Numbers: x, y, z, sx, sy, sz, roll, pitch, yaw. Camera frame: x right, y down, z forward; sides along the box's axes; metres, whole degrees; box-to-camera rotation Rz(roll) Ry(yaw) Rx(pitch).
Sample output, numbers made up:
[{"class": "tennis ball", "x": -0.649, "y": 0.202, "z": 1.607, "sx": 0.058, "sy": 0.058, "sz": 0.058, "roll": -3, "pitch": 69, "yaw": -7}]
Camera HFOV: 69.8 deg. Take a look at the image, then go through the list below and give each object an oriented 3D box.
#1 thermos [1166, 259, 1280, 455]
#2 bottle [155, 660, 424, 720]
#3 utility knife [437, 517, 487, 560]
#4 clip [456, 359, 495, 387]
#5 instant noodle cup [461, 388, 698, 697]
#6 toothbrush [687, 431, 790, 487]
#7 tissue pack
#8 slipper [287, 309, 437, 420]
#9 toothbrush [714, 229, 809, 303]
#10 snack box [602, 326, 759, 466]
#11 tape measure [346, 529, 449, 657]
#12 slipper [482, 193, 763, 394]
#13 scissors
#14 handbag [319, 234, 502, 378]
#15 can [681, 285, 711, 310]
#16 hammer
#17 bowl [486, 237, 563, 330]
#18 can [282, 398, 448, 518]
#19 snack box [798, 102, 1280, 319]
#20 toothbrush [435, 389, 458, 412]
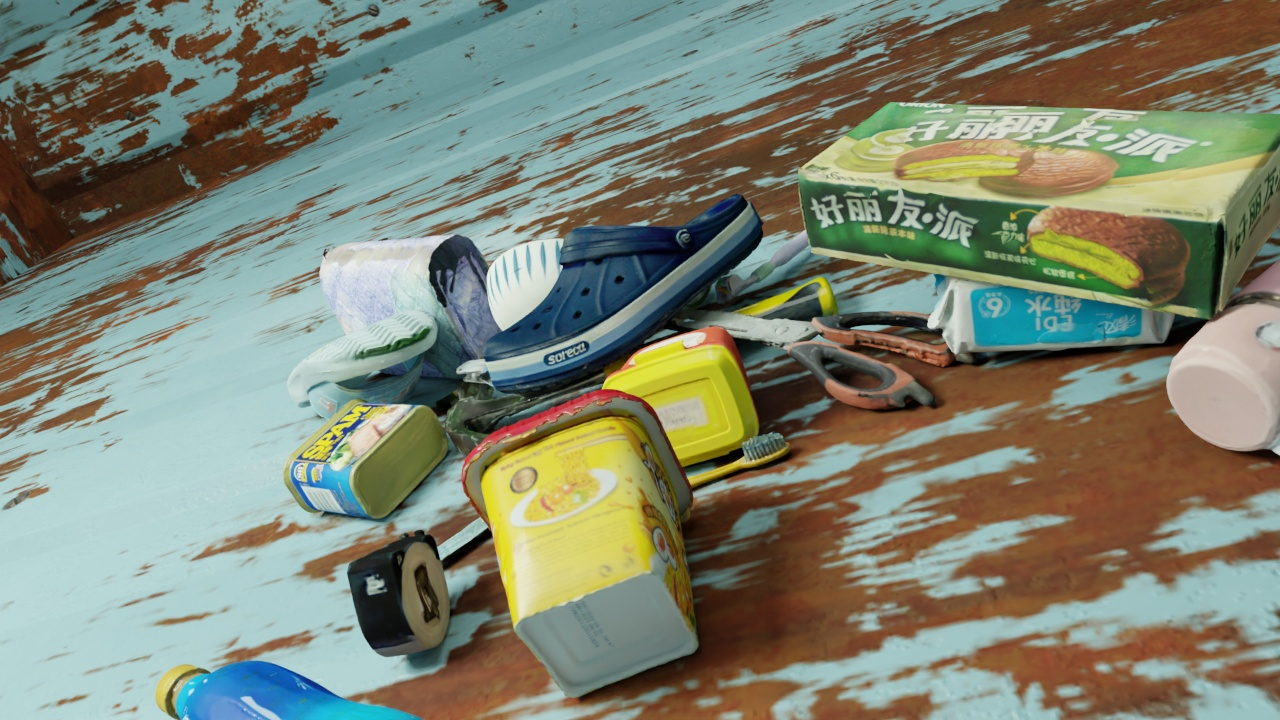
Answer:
[{"class": "thermos", "x": 0.355, "y": -0.023, "z": 0.455, "sx": 0.198, "sy": 0.067, "sz": 0.087, "roll": -34, "pitch": 58, "yaw": -19}, {"class": "bottle", "x": -0.193, "y": 0.197, "z": 0.486, "sx": 0.219, "sy": 0.065, "sz": 0.065, "roll": 1, "pitch": 36, "yaw": 39}, {"class": "utility knife", "x": -0.066, "y": 0.086, "z": 0.647, "sx": 0.198, "sy": 0.021, "sz": 0.031, "roll": -39, "pitch": 24, "yaw": -18}, {"class": "clip", "x": -0.129, "y": 0.009, "z": 0.754, "sx": 0.058, "sy": 0.041, "sz": 0.026, "roll": -1, "pitch": 36, "yaw": 40}, {"class": "instant noodle cup", "x": -0.026, "y": 0.098, "z": 0.492, "sx": 0.116, "sy": 0.116, "sz": 0.123, "roll": -22, "pitch": 38, "yaw": 4}, {"class": "toothbrush", "x": 0.003, "y": 0.083, "z": 0.584, "sx": 0.191, "sy": 0.018, "sz": 0.016, "roll": -20, "pitch": 26, "yaw": 7}, {"class": "tissue pack", "x": 0.251, "y": -0.049, "z": 0.567, "sx": 0.140, "sy": 0.063, "sz": 0.089, "roll": -3, "pitch": 35, "yaw": 23}, {"class": "slipper", "x": -0.257, "y": 0.018, "z": 0.836, "sx": 0.103, "sy": 0.074, "sz": 0.246, "roll": -28, "pitch": 5, "yaw": -35}, {"class": "toothbrush", "x": 0.127, "y": -0.097, "z": 0.790, "sx": 0.021, "sy": 0.029, "sz": 0.188, "roll": 45, "pitch": 52, "yaw": 13}, {"class": "snack box", "x": 0.029, "y": 0.020, "z": 0.614, "sx": 0.091, "sy": 0.082, "sz": 0.080, "roll": -17, "pitch": 18, "yaw": 15}, {"class": "tape measure", "x": -0.140, "y": 0.140, "z": 0.545, "sx": 0.034, "sy": 0.066, "sz": 0.065, "roll": -14, "pitch": 1, "yaw": 11}, {"class": "slipper", "x": -0.013, "y": -0.066, "z": 0.694, "sx": 0.252, "sy": 0.095, "sz": 0.105, "roll": -35, "pitch": 10, "yaw": -21}, {"class": "scissors", "x": 0.108, "y": -0.008, "z": 0.632, "sx": 0.205, "sy": 0.015, "sz": 0.197, "roll": -16, "pitch": 37, "yaw": 3}, {"class": "handbag", "x": -0.214, "y": -0.054, "z": 0.878, "sx": 0.194, "sy": 0.134, "sz": 0.075, "roll": 3, "pitch": 38, "yaw": 40}, {"class": "can", "x": -0.002, "y": -0.080, "z": 0.838, "sx": 0.057, "sy": 0.058, "sz": 0.147, "roll": -39, "pitch": 31, "yaw": -27}, {"class": "hammer", "x": -0.004, "y": 0.004, "z": 0.720, "sx": 0.323, "sy": 0.032, "sz": 0.126, "roll": -19, "pitch": 28, "yaw": 9}, {"class": "bowl", "x": -0.072, "y": -0.044, "z": 0.779, "sx": 0.117, "sy": 0.116, "sz": 0.066, "roll": -15, "pitch": 60, "yaw": 16}, {"class": "can", "x": -0.216, "y": 0.077, "z": 0.730, "sx": 0.083, "sy": 0.057, "sz": 0.101, "roll": 0, "pitch": 35, "yaw": 35}, {"class": "snack box", "x": 0.221, "y": -0.097, "z": 0.532, "sx": 0.240, "sy": 0.063, "sz": 0.114, "roll": 17, "pitch": 45, "yaw": 43}, {"class": "toothbrush", "x": -0.104, "y": -0.005, "z": 0.836, "sx": 0.185, "sy": 0.012, "sz": 0.017, "roll": -31, "pitch": 22, "yaw": -14}]
